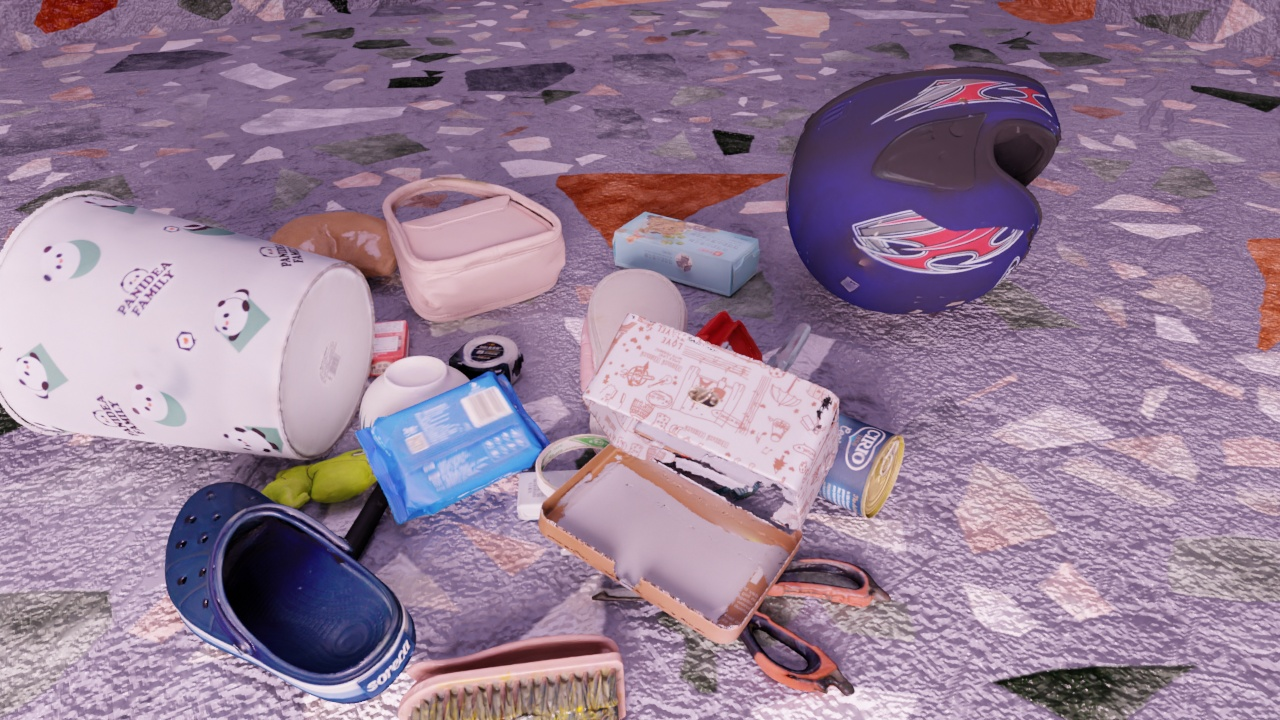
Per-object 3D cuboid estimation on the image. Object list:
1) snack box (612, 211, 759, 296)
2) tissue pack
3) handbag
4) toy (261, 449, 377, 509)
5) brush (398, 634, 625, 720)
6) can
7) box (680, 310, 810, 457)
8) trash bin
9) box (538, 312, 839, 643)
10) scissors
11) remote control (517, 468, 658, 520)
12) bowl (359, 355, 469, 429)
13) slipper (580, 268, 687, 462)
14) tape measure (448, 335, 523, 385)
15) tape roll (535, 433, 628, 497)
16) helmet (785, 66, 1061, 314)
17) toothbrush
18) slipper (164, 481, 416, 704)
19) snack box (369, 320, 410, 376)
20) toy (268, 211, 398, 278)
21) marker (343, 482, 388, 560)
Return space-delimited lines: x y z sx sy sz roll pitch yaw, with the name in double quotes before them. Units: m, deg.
"snack box" 0.057 -0.137 1.159 0.175 0.052 0.074 18 36 27
"tissue pack" -0.162 0.075 0.803 0.156 0.052 0.095 -24 75 -34
"handbag" -0.221 -0.161 1.121 0.193 0.094 0.234 -21 51 -28
"toy" -0.274 0.105 0.802 0.100 0.031 0.096 -5 21 7
"brush" -0.083 0.218 0.596 0.145 0.063 0.073 -5 37 -4
"can" 0.160 0.080 0.794 0.111 0.075 0.075 22 39 31
"box" 0.095 0.009 0.868 0.102 0.095 0.200 -32 9 34
"trash bin" -0.400 -0.021 0.841 0.252 0.230 0.229 10 34 7
"box" 0.030 0.097 0.693 0.183 0.154 0.184 23 71 21
"scissors" 0.078 0.181 0.692 0.188 0.015 0.226 -21 38 -28
"remote control" -0.043 0.113 0.795 0.125 0.024 0.049 -3 32 -3
"bowl" -0.211 0.038 0.876 0.116 0.066 0.116 0 33 0
"slipper" -0.006 0.005 0.932 0.114 0.054 0.273 -3 44 2
"tape measure" -0.158 0.003 0.960 0.066 0.034 0.065 15 38 20
"tape roll" -0.047 0.093 0.787 0.086 0.014 0.085 0 33 0
"helmet" 0.326 -0.175 1.036 0.315 0.247 0.240 -7 72 0
"toothbrush" 0.021 0.132 0.772 0.191 0.016 0.018 -16 46 -24
"slipper" -0.265 0.155 0.648 0.253 0.095 0.104 21 51 33
"snack box" -0.328 -0.008 0.988 0.153 0.025 0.075 -6 34 -7
"toy" -0.352 -0.140 1.154 0.225 0.083 0.143 -15 49 -26
"marker" -0.230 0.144 0.752 0.022 0.020 0.131 -32 22 26
